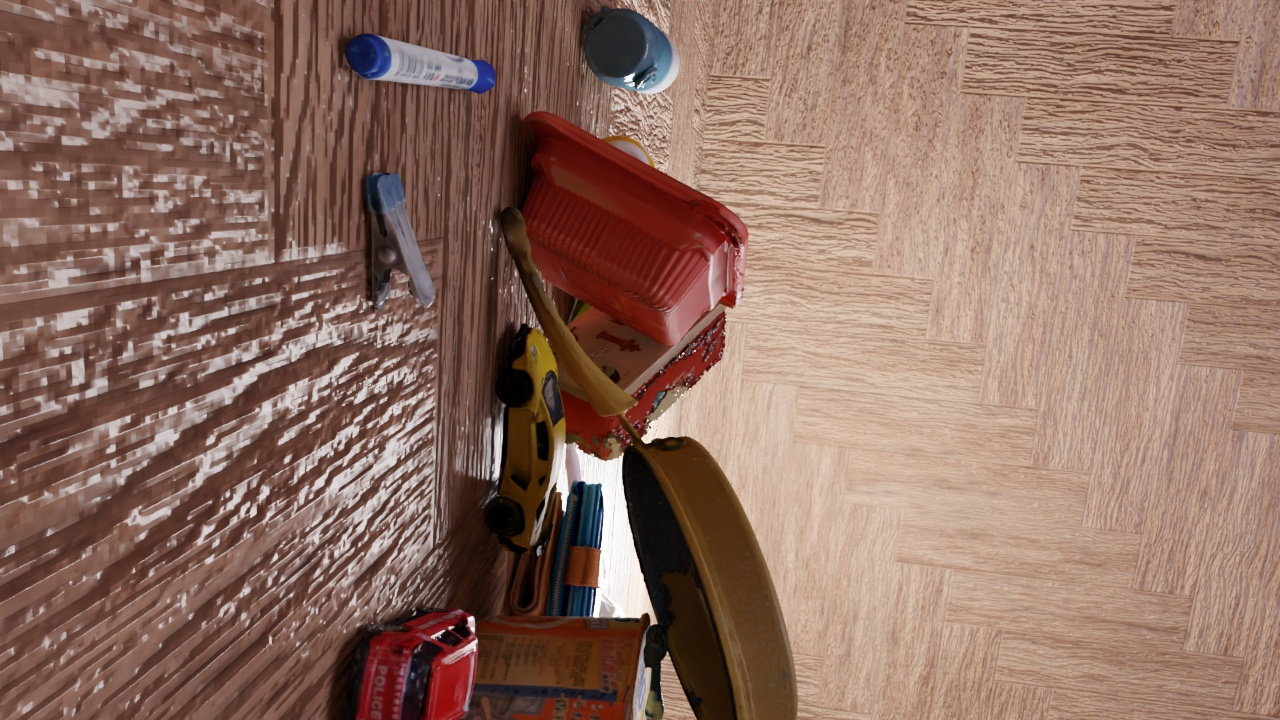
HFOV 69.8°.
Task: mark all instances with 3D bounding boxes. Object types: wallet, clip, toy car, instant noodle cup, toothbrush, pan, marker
[{"bbox_3d":[-0.078,0.181,0.748,0.132,0.031,0.107,91,9,-53],"label":"wallet"},{"bbox_3d":[-0.045,0.168,0.729,0.106,0.040,0.133,83,13,-72],"label":"wallet"},{"bbox_3d":[-0.099,-0.048,0.373,0.024,0.028,0.057,-68,153,-74],"label":"clip"},{"bbox_3d":[-0.074,0.054,0.613,0.071,0.041,0.156,-46,140,-81],"label":"toy car"},{"bbox_3d":[-0.010,-0.078,0.628,0.079,0.164,0.189,-59,169,-10],"label":"instant noodle cup"},{"bbox_3d":[0.008,0.234,0.594,0.018,0.016,0.192,-62,159,-49],"label":"toothbrush"},{"bbox_3d":[-0.001,0.071,0.561,0.198,0.078,0.357,167,-93,-78],"label":"pan"},{"bbox_3d":[-0.090,-0.126,0.396,0.145,0.017,0.017,-63,157,-74],"label":"marker"},{"bbox_3d":[-0.057,0.232,0.590,0.151,0.111,0.151,8,88,-84],"label":"instant noodle cup"},{"bbox_3d":[-0.055,0.106,0.808,0.029,0.021,0.189,-163,-111,-73],"label":"toothbrush"},{"bbox_3d":[-0.101,0.148,0.432,0.120,0.045,0.053,64,34,-83],"label":"toy car"}]

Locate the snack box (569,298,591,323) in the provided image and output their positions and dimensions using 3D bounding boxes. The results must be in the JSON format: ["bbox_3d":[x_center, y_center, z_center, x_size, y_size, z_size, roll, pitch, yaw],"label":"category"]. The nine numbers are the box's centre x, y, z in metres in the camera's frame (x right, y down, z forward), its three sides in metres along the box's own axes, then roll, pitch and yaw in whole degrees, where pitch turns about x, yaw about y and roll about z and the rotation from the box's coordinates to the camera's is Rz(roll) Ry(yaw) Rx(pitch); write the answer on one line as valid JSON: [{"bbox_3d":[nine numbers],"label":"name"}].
[{"bbox_3d":[-0.025,-0.092,0.840,0.086,0.026,0.156,-54,-166,37],"label":"snack box"}]

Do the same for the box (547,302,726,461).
[{"bbox_3d":[-0.005,0.004,0.716,0.167,0.091,0.079,-42,143,-39],"label":"box"}]

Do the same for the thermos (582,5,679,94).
[{"bbox_3d":[-0.004,-0.276,0.834,0.220,0.070,0.070,-65,160,-73],"label":"thermos"}]

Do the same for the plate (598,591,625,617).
[{"bbox_3d":[-0.058,0.317,0.860,0.205,0.045,0.205,15,89,-81],"label":"plate"}]

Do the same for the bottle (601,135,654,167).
[{"bbox_3d":[-0.024,-0.155,0.792,0.108,0.063,0.063,-161,-103,-82],"label":"bottle"}]
